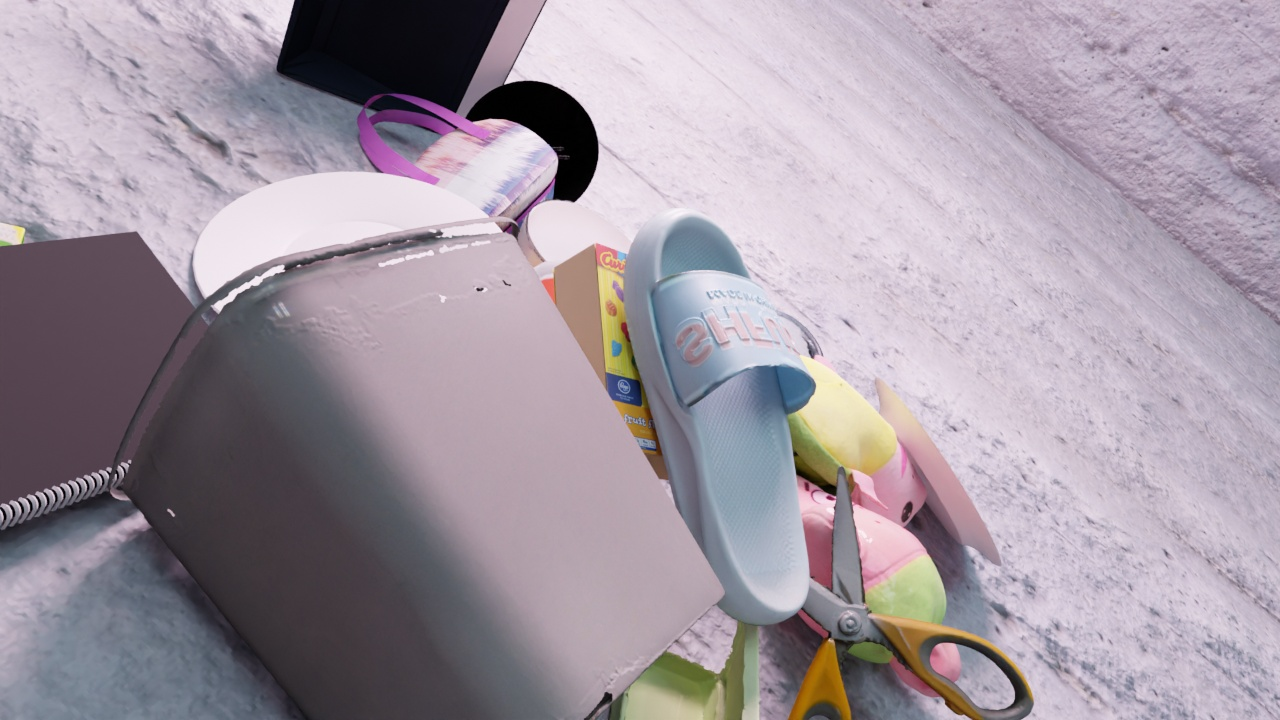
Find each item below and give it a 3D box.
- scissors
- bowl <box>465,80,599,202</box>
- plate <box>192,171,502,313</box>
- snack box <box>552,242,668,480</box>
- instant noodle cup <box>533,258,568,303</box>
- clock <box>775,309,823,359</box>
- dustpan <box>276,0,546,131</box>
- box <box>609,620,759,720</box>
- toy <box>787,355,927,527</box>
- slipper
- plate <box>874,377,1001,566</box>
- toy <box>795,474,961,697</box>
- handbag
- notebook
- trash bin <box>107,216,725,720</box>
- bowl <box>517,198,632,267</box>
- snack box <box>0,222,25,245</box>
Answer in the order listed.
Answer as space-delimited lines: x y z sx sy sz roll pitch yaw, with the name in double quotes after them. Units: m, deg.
0.145 0.179 0.565 0.225 0.016 0.225 6 81 -8 "scissors"
-0.099 -0.183 0.830 0.124 0.124 0.052 38 -3 1 "bowl"
-0.193 -0.068 0.633 0.208 0.015 0.208 7 42 -7 "plate"
-0.003 0.003 0.562 0.088 0.040 0.125 15 61 -42 "snack box"
-0.045 0.017 0.629 0.123 0.124 0.120 25 45 -17 "instant noodle cup"
0.121 0.008 0.834 0.090 0.052 0.129 27 41 -15 "clock"
-0.220 -0.320 0.740 0.273 0.237 0.080 29 38 -13 "dustpan"
0.014 0.229 0.489 0.083 0.092 0.187 9 35 1 "box"
0.144 0.057 0.734 0.238 0.088 0.189 41 19 -27 "toy"
0.060 0.025 0.529 0.103 0.074 0.245 4 70 -46 "slipper"
0.250 0.100 0.801 0.188 0.016 0.188 57 5 -9 "plate"
0.138 0.139 0.667 0.237 0.097 0.192 41 1 25 "toy"
-0.161 -0.167 0.767 0.170 0.068 0.144 33 61 10 "handbag"
-0.306 0.005 0.459 0.149 0.016 0.206 50 29 7 "notebook"
-0.098 0.081 0.453 0.220 0.198 0.196 53 36 10 "trash bin"
-0.056 -0.072 0.755 0.113 0.063 0.113 24 37 -20 "bowl"
-0.390 -0.020 0.440 0.131 0.027 0.167 14 42 -32 "snack box"
